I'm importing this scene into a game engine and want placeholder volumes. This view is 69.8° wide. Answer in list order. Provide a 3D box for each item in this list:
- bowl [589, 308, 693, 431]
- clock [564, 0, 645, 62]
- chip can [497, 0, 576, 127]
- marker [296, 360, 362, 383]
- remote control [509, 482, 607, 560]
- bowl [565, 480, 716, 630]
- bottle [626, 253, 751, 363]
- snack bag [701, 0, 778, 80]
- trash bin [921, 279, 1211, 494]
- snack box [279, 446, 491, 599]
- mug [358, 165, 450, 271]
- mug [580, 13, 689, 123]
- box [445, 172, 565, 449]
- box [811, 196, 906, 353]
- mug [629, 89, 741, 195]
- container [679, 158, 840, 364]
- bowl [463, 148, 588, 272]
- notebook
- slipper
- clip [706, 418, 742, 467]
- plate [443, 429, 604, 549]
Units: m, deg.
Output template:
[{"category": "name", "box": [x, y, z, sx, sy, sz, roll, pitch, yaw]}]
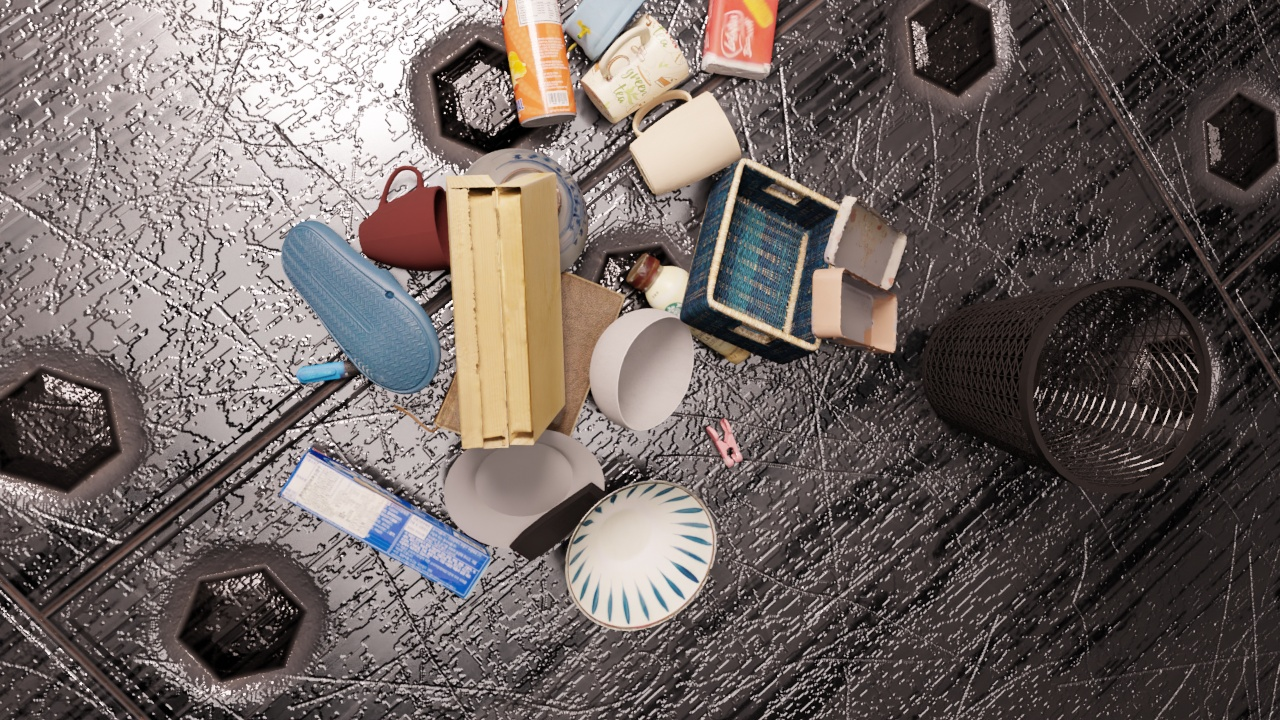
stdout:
[{"category": "bowl", "box": [-0.006, 0.006, 1.009, 0.131, 0.064, 0.132, -25, 125, -43]}, {"category": "clock", "box": [-0.030, -0.378, 0.977, 0.051, 0.089, 0.124, 40, 84, -14]}, {"category": "chip can", "box": [-0.116, -0.360, 0.972, 0.062, 0.062, 0.210, -11, 97, -12]}, {"category": "marker", "box": [-0.304, 0.007, 0.982, 0.123, 0.015, 0.018, -9, 95, -14]}, {"category": "remote control", "box": [-0.091, 0.180, 1.020, 0.125, 0.010, 0.039, -40, 121, 15]}, {"category": "bowl", "box": [-0.009, 0.206, 1.029, 0.177, 0.071, 0.177, -6, 107, -21]}, {"category": "bottle", "box": [0.060, -0.061, 1.040, 0.162, 0.056, 0.056, 33, 86, -13]}, {"category": "snack bag", "box": [0.114, -0.381, 1.038, 0.077, 0.036, 0.116, 6, 93, -14]}, {"category": "trash bin", "box": [0.456, 0.019, 1.041, 0.216, 0.243, 0.217, -1, 94, -13]}, {"category": "snack box", "box": [-0.269, 0.174, 0.981, 0.226, 0.059, 0.059, 34, 83, -14]}, {"category": "mug", "box": [-0.246, -0.145, 0.954, 0.088, 0.087, 0.114, -8, 91, 5]}, {"category": "mug", "box": [-0.011, -0.313, 0.976, 0.097, 0.122, 0.081, -40, 83, 0]}, {"category": "box", "box": [-0.125, -0.052, 0.896, 0.122, 0.140, 0.249, -5, 107, -14]}, {"category": "box", "box": [0.251, -0.090, 1.018, 0.058, 0.216, 0.154, 5, 89, 31]}, {"category": "mug", "box": [0.040, -0.246, 1.014, 0.104, 0.085, 0.111, -30, 72, 2]}, {"category": "container", "box": [0.135, -0.107, 1.013, 0.145, 0.071, 0.187, 22, 67, -18]}, {"category": "bowl", "box": [-0.121, -0.163, 0.971, 0.150, 0.057, 0.150, 3, 78, -15]}, {"category": "notebook", "box": [-0.140, -0.005, 1.008, 0.190, 0.034, 0.215, 22, 89, -14]}, {"category": "slipper", "box": [-0.282, -0.060, 0.946, 0.213, 0.059, 0.104, 47, 117, 2]}, {"category": "clip", "box": [0.096, 0.100, 1.079, 0.038, 0.022, 0.059, -31, 102, -13]}, {"category": "plate", "box": [-0.126, 0.138, 1.005, 0.172, 0.019, 0.173, -5, 124, -7]}]
